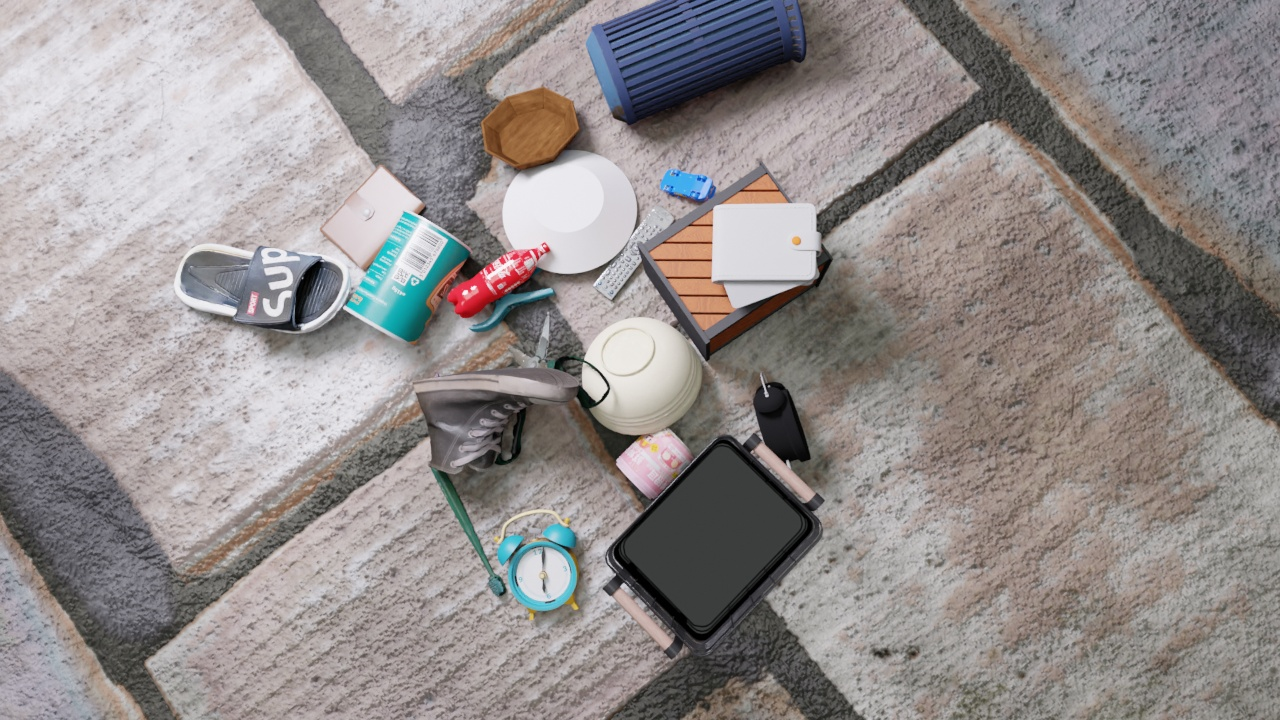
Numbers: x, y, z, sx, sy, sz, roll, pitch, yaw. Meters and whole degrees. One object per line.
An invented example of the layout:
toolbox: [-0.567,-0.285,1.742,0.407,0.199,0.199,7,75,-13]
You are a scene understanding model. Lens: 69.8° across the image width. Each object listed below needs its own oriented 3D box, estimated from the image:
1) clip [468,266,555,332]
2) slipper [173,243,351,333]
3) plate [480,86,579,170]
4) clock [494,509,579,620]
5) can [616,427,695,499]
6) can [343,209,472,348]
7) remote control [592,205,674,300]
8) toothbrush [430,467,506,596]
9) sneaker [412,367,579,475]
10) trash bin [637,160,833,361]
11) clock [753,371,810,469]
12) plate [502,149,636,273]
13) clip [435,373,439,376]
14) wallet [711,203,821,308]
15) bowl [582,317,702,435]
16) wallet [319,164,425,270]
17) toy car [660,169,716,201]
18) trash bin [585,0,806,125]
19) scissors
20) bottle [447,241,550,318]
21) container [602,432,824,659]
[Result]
clip: [-0.184,-0.099,1.184,0.130,0.030,0.120,-40,76,-1]
slipper: [-0.493,-0.099,1.166,0.264,0.063,0.111,11,82,21]
plate: [-0.141,-0.297,1.190,0.131,0.025,0.131,-5,61,8]
clock: [-0.122,0.248,1.123,0.099,0.043,0.129,-15,88,2]
can: [0.018,0.121,1.115,0.076,0.067,0.067,-45,81,-3]
can: [-0.291,-0.102,1.154,0.099,0.099,0.144,30,85,8]
remote control: [-0.008,-0.139,1.180,0.033,0.013,0.136,38,86,8]
toothbrush: [-0.217,0.209,1.147,0.016,0.017,0.189,-30,81,0]
sneaker: [-0.169,0.071,1.093,0.235,0.095,0.120,-6,93,27]
trash bin: [0.111,-0.113,1.103,0.172,0.140,0.139,-34,81,-1]
clock: [0.165,0.070,1.100,0.043,0.091,0.120,-19,95,12]
plate: [-0.093,-0.200,1.171,0.174,0.036,0.173,-1,74,2]
clip: [-0.262,0.045,1.176,0.029,0.013,0.050,-26,84,0]
wallet: [0.138,-0.113,1.010,0.118,0.037,0.115,1,82,8]
bowl: [-0.007,0.006,1.101,0.151,0.075,0.150,-8,59,13]
wallet: [-0.355,-0.190,1.215,0.087,0.013,0.121,42,87,9]
toy car: [0.078,-0.215,1.186,0.092,0.062,0.033,21,84,37]
trash bin: [0.065,-0.396,1.149,0.249,0.139,0.139,-21,81,3]
scissors: [-0.113,0.043,1.115,0.206,0.015,0.201,13,91,44]
bottle: [-0.174,-0.104,1.148,0.141,0.042,0.042,-33,81,2]
container: [0.084,0.211,1.065,0.163,0.130,0.241,44,87,9]
